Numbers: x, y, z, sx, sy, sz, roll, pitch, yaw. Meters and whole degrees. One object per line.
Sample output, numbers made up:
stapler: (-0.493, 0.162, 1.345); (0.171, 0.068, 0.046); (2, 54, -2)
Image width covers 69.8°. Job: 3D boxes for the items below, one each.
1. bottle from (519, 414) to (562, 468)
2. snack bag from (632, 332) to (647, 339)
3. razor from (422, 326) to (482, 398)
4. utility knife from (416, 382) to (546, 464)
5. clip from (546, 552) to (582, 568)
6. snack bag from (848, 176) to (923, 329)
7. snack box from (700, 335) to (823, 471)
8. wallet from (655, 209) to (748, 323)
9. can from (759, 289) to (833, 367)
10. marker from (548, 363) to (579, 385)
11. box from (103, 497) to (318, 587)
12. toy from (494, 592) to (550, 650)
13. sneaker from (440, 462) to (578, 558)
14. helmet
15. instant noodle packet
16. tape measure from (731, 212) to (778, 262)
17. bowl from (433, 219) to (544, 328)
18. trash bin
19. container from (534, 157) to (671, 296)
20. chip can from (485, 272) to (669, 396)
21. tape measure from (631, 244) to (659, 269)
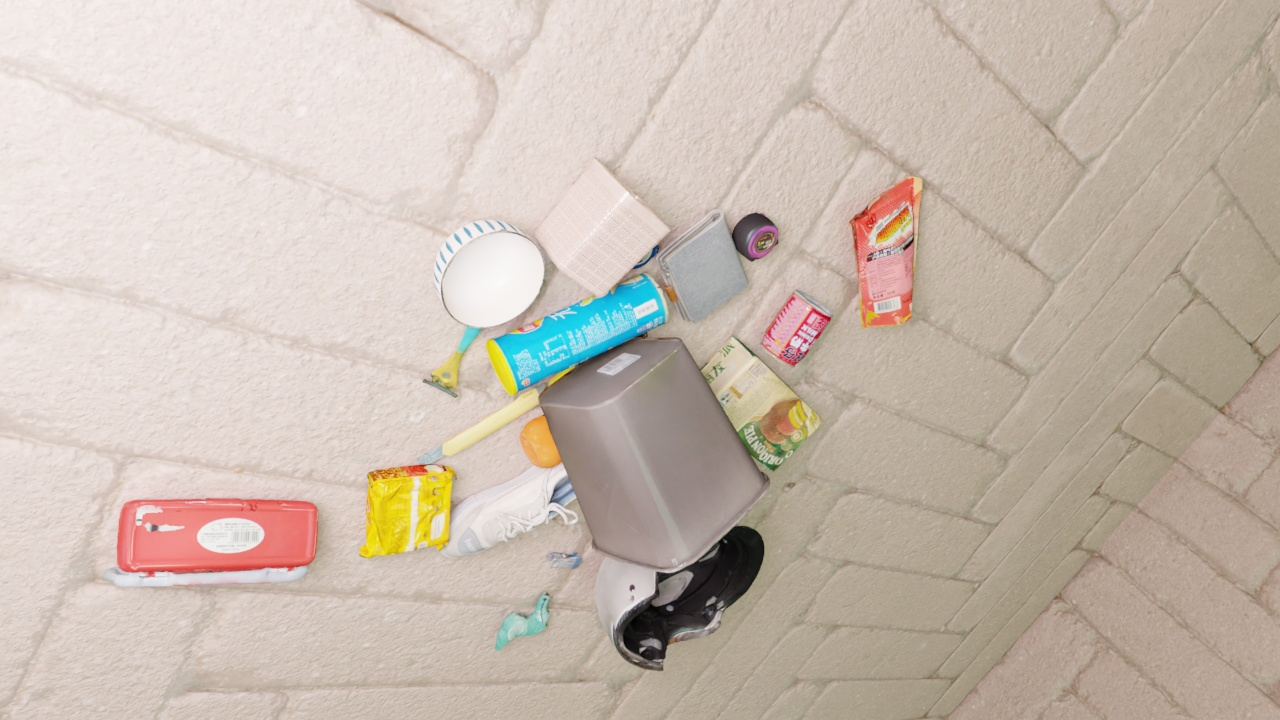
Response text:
bottle: (-0.081, 0.081, 1.185); (0.149, 0.067, 0.067); (-29, 137, -24)
snack bag: (-0.007, 0.007, 1.198); (0.045, 0.026, 0.105); (-18, 131, -13)
razor: (-0.198, -0.018, 1.038); (0.043, 0.028, 0.133); (29, 110, -14)
utility knife: (-0.192, 0.082, 1.131); (0.182, 0.019, 0.031); (-34, 133, -17)
clip: (-0.114, 0.297, 1.363); (0.058, 0.037, 0.026); (16, 115, -42)
snack bag: (0.352, -0.148, 1.311); (0.128, 0.073, 0.208); (-30, 131, -19)
snack box: (0.168, 0.069, 1.350); (0.114, 0.063, 0.240); (-47, 138, 6)
wallet: (0.075, -0.114, 1.152); (0.106, 0.037, 0.130); (-36, 139, -6)
can: (0.218, -0.044, 1.291); (0.066, 0.066, 0.094); (18, 112, -43)
marker: (-0.073, -0.009, 1.148); (0.124, 0.015, 0.018); (-49, 138, 4)
box: (-0.470, 0.199, 1.012); (0.200, 0.100, 0.094); (7, 78, -38)
toy: (-0.173, 0.396, 1.395); (0.091, 0.030, 0.096); (5, 113, -44)
sneaker: (-0.149, 0.199, 1.205); (0.242, 0.090, 0.089); (-33, 136, -8)
helmet: (0.040, 0.321, 1.395); (0.273, 0.157, 0.230); (-34, 136, -25)
instant noodle packet: (-0.287, 0.186, 1.129); (0.110, 0.044, 0.129); (-2, 121, -27)
tape measure: (0.144, -0.158, 1.165); (0.057, 0.039, 0.058); (-37, 142, -6)
bowl: (-0.166, -0.099, 0.967); (0.116, 0.066, 0.117); (-20, 134, -22)
trash bin: (0.008, 0.101, 1.109); (0.198, 0.199, 0.220); (-37, 112, -31)
container: (-0.045, -0.142, 1.007); (0.111, 0.090, 0.090); (-47, 137, 10)
chip can: (-0.073, -0.033, 1.086); (0.210, 0.071, 0.071); (-26, 135, -18)
tape measure: (-0.010, -0.136, 1.081); (0.054, 0.025, 0.058); (-37, 128, -3)
